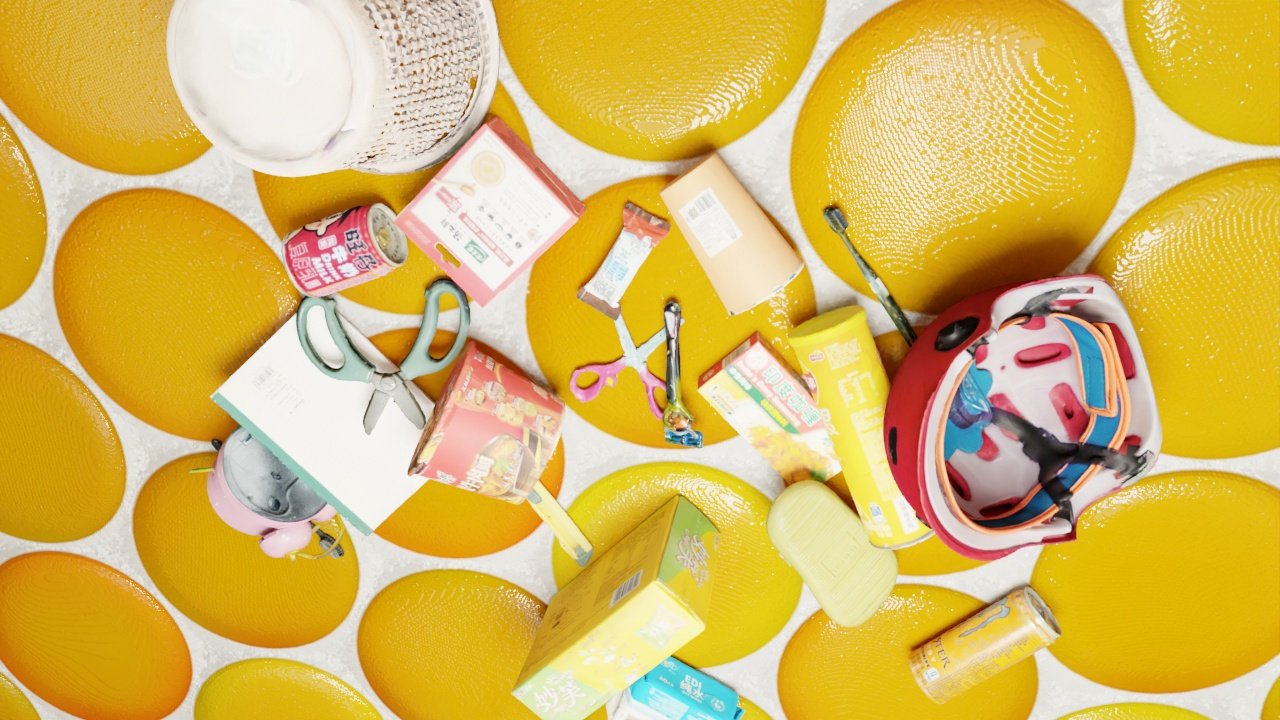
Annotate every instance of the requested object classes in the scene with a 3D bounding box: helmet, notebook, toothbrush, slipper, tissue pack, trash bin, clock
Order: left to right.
[{"bbox_3d":[-0.397,0.153,1.003,0.014,0.016,0.189,-41,102,14],"label":"toothbrush"},{"bbox_3d":[-0.366,0.135,0.937,0.060,0.117,0.158,-36,103,32],"label":"clock"},{"bbox_3d":[-0.242,-0.236,0.705,0.227,0.191,0.228,3,115,7],"label":"trash bin"},{"bbox_3d":[-0.297,0.057,0.918,0.150,0.012,0.209,-43,103,2],"label":"notebook"},{"bbox_3d":[0.036,0.383,1.019,0.140,0.063,0.090,29,117,-4],"label":"tissue pack"},{"bbox_3d":[0.180,0.179,0.900,0.091,0.081,0.190,-43,119,-3],"label":"slipper"},{"bbox_3d":[0.216,-0.060,0.814,0.012,0.017,0.186,-42,106,-16],"label":"toothbrush"},{"bbox_3d":[0.290,0.044,0.762,0.239,0.144,0.207,-34,107,-11],"label":"helmet"}]

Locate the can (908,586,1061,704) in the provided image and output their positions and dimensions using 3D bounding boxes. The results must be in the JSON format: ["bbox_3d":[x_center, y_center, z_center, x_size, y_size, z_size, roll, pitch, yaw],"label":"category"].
[{"bbox_3d":[0.348,0.291,0.934,0.146,0.058,0.058,-40,103,22],"label":"can"}]

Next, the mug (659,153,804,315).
[{"bbox_3d":[0.074,-0.110,0.783,0.078,0.078,0.123,-33,102,20],"label":"mug"}]

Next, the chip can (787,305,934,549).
[{"bbox_3d":[0.203,0.060,0.822,0.072,0.072,0.213,-21,100,17],"label":"chip can"}]

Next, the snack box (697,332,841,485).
[{"bbox_3d":[0.134,0.053,0.873,0.077,0.027,0.156,-40,104,21],"label":"snack box"}]

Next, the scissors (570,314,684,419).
[{"bbox_3d":[-0.004,0.006,0.879,0.133,0.017,0.135,-39,101,18],"label":"scissors"}]

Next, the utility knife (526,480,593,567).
[{"bbox_3d":[-0.115,0.135,0.957,0.031,0.022,0.213,-33,102,14],"label":"utility knife"}]

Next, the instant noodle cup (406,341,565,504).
[{"bbox_3d":[-0.141,0.064,0.867,0.108,0.137,0.138,25,116,-14],"label":"instant noodle cup"}]

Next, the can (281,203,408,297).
[{"bbox_3d":[-0.268,-0.101,0.838,0.094,0.066,0.066,-16,111,15],"label":"can"}]

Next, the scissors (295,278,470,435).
[{"bbox_3d":[-0.235,-0.022,0.874,0.179,0.019,0.170,-40,88,4],"label":"scissors"}]

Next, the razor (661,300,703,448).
[{"bbox_3d":[0.033,0.015,0.856,0.043,0.022,0.143,7,109,35],"label":"razor"}]

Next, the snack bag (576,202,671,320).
[{"bbox_3d":[-0.016,-0.088,0.830,0.048,0.026,0.104,30,116,1],"label":"snack bag"}]

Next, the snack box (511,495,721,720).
[{"bbox_3d":[-0.020,0.250,0.914,0.070,0.157,0.210,43,113,-8],"label":"snack box"}]

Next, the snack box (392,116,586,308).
[{"bbox_3d":[-0.133,-0.130,0.818,0.127,0.044,0.113,-40,104,21],"label":"snack box"}]
